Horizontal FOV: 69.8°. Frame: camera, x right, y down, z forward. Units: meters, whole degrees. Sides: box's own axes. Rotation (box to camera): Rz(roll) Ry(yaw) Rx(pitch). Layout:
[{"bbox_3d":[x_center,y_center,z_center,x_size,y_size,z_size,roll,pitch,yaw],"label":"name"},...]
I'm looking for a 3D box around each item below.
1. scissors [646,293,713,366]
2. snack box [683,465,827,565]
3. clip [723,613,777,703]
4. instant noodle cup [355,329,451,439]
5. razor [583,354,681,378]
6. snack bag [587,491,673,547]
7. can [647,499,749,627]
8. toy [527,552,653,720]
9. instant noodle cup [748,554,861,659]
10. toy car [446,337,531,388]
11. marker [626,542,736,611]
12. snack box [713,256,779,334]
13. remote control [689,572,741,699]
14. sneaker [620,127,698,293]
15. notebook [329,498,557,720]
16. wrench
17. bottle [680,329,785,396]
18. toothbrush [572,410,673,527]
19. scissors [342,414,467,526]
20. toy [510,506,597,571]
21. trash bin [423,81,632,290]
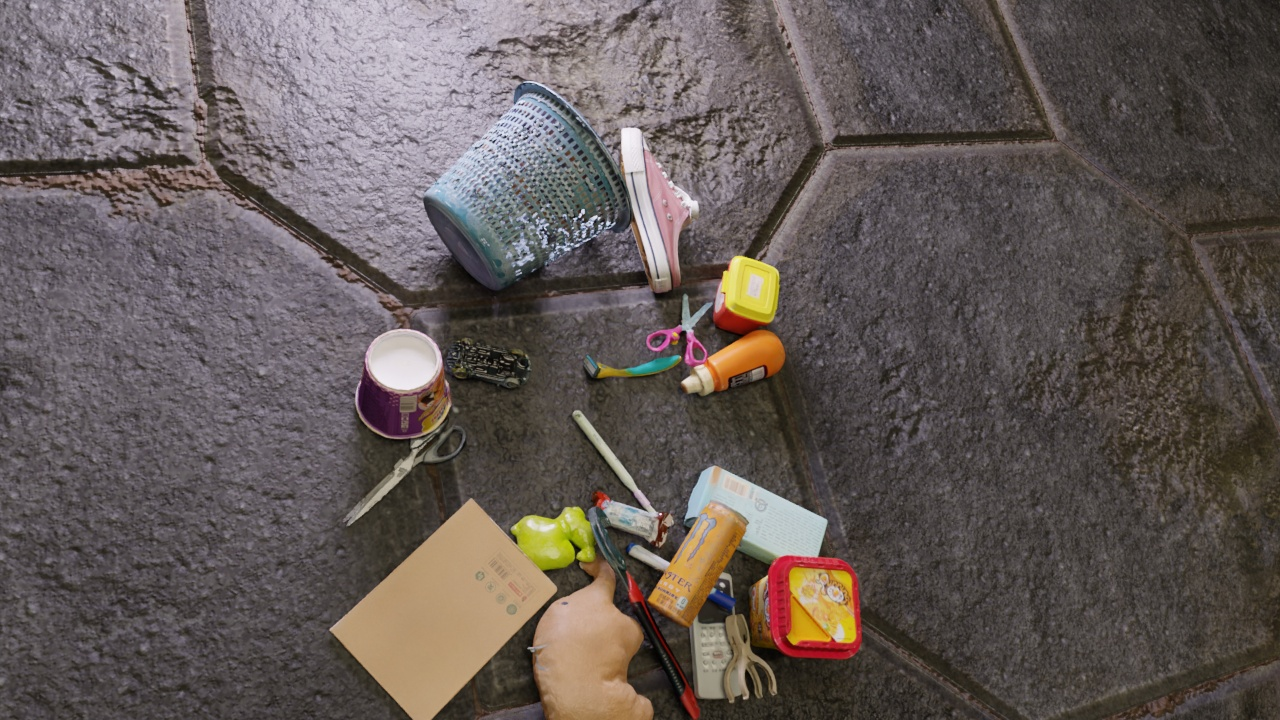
[{"bbox_3d":[0.070,-0.040,1.251,0.108,0.017,0.135,34,52,18],"label":"scissors"},{"bbox_3d":[0.148,0.207,1.173,0.175,0.052,0.074,26,64,-7],"label":"snack box"},{"bbox_3d":[0.117,0.360,1.084,0.094,0.035,0.102,-25,84,-44],"label":"clip"},{"bbox_3d":[-0.275,0.022,1.066,0.111,0.099,0.111,6,58,-11],"label":"instant noodle cup"},{"bbox_3d":[-0.007,0.007,1.214,0.132,0.043,0.028,-6,115,-22],"label":"razor"},{"bbox_3d":[-0.014,0.195,1.127,0.105,0.026,0.045,18,71,-2],"label":"snack bag"},{"bbox_3d":[0.069,0.240,1.085,0.058,0.058,0.145,34,74,-3],"label":"can"},{"bbox_3d":[-0.059,0.326,1.040,0.143,0.083,0.225,10,62,-37],"label":"toy"},{"bbox_3d":[0.191,0.302,1.107,0.116,0.124,0.116,7,67,-16],"label":"instant noodle cup"},{"bbox_3d":[-0.189,0.006,1.149,0.105,0.031,0.048,12,66,-13],"label":"toy car"},{"bbox_3d":[0.049,0.263,1.118,0.146,0.017,0.016,28,61,8],"label":"marker"},{"bbox_3d":[0.142,-0.087,1.275,0.082,0.080,0.091,17,64,-13],"label":"snack box"},{"bbox_3d":[0.089,0.333,1.118,0.058,0.021,0.149,3,69,-18],"label":"remote control"},{"bbox_3d":[0.029,-0.214,1.275,0.088,0.118,0.241,-13,79,-5],"label":"sneaker"},{"bbox_3d":[-0.216,0.278,1.026,0.148,0.008,0.207,45,69,2],"label":"notebook"},{"bbox_3d":[0.004,0.296,1.077,0.016,0.056,0.273,-28,87,10],"label":"wrench"},{"bbox_3d":[0.121,0.010,1.242,0.149,0.067,0.066,-23,78,-18],"label":"bottle"},{"bbox_3d":[-0.026,0.139,1.158,0.029,0.020,0.189,-38,84,-3],"label":"toothbrush"},{"bbox_3d":[-0.287,0.122,1.080,0.175,0.014,0.132,-11,71,-19],"label":"scissors"},{"bbox_3d":[-0.100,0.214,1.091,0.097,0.031,0.100,41,61,16],"label":"toy"},{"bbox_3d":[-0.156,-0.203,1.160,0.194,0.227,0.226,-40,86,-16],"label":"trash bin"}]
